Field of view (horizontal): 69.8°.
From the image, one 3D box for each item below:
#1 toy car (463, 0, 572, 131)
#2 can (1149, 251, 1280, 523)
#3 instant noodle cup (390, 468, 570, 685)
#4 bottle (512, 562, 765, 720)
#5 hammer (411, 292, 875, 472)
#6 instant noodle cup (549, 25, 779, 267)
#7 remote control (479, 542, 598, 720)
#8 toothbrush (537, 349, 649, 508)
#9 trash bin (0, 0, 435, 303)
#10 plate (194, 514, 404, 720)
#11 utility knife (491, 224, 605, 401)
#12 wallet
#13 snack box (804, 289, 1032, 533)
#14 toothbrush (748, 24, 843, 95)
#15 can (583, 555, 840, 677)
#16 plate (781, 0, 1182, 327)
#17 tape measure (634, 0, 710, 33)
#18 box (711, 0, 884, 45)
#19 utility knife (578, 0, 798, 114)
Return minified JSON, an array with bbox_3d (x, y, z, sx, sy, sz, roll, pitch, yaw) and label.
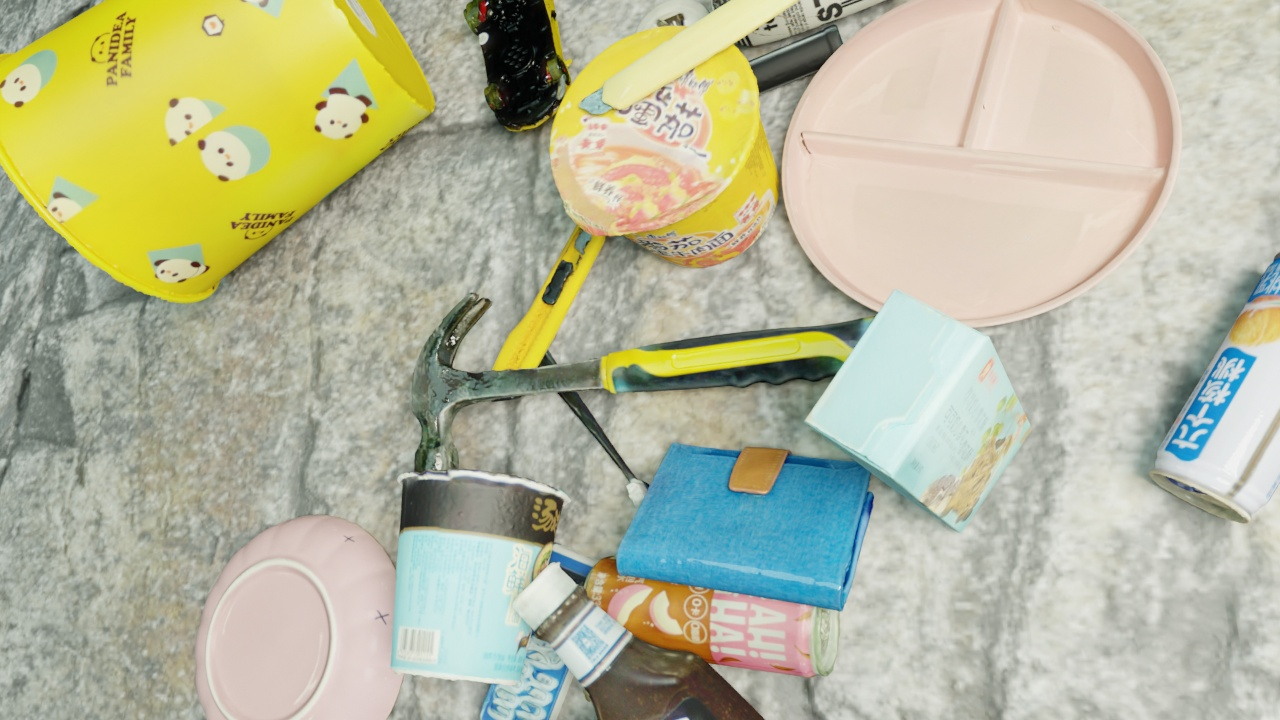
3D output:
[{"bbox_3d":[-0.094,-0.246,0.727,0.071,0.041,0.155,-21,67,17],"label":"toy car"},{"bbox_3d":[0.317,0.013,0.466,0.053,0.053,0.134,31,89,28],"label":"can"},{"bbox_3d":[-0.106,0.139,0.577,0.111,0.111,0.120,-3,69,23],"label":"instant noodle cup"},{"bbox_3d":[0.007,0.195,0.519,0.195,0.044,0.080,44,109,6],"label":"bottle"},{"bbox_3d":[-0.004,0.004,0.605,0.324,0.032,0.126,-6,78,16],"label":"hammer"},{"bbox_3d":[0.025,-0.129,0.604,0.138,0.109,0.138,-6,73,21],"label":"instant noodle cup"},{"bbox_3d":[-0.060,0.186,0.601,0.049,0.024,0.124,17,78,27],"label":"remote control"},{"bbox_3d":[-0.042,0.037,0.640,0.016,0.018,0.181,-46,61,14],"label":"toothbrush"},{"bbox_3d":[-0.320,-0.207,0.725,0.255,0.229,0.229,-31,65,7],"label":"trash bin"},{"bbox_3d":[-0.260,0.208,0.675,0.193,0.039,0.192,-7,73,22],"label":"plate"},{"bbox_3d":[-0.056,-0.061,0.665,0.033,0.015,0.209,24,83,27],"label":"utility knife"},{"bbox_3d":[0.064,0.093,0.540,0.133,0.040,0.106,4,36,23],"label":"wallet"},{"bbox_3d":[0.149,0.033,0.468,0.051,0.174,0.074,36,92,33],"label":"snack box"},{"bbox_3d":[0.042,-0.186,0.659,0.213,0.027,0.026,-18,114,18],"label":"toothbrush"},{"bbox_3d":[0.040,0.151,0.548,0.147,0.058,0.058,0,75,24],"label":"can"},{"bbox_3d":[0.203,-0.127,0.571,0.230,0.028,0.229,-6,73,21],"label":"plate"},{"bbox_3d":[0.027,-0.229,0.674,0.066,0.033,0.066,-20,69,16],"label":"tape measure"},{"bbox_3d":[0.128,-0.273,0.627,0.163,0.076,0.087,-19,47,19],"label":"box"},{"bbox_3d":[0.034,-0.191,0.545,0.168,0.018,0.031,-25,62,13],"label":"utility knife"}]
